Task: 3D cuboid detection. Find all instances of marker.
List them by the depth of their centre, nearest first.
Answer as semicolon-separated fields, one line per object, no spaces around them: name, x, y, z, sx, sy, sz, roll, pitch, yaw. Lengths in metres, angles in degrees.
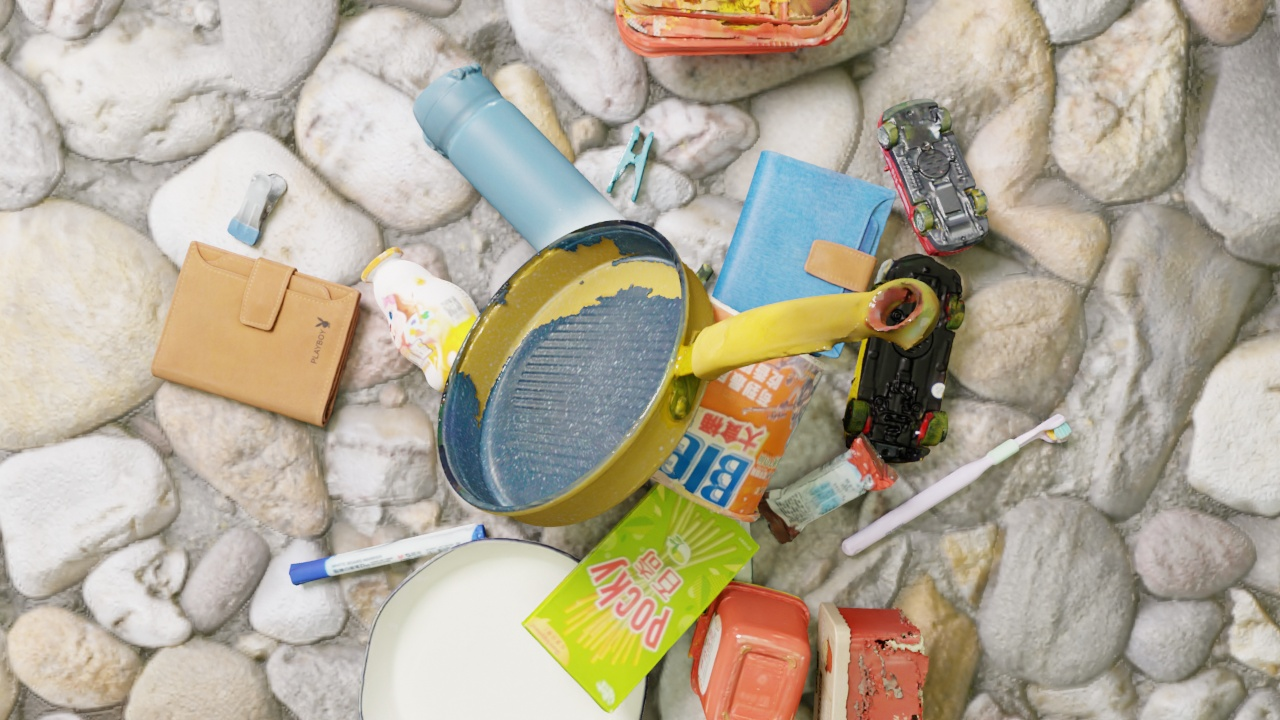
marker;-0.186;0.143;0.680;0.146;0.017;0.017;-13;90;0

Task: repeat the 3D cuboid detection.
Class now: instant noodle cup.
instant noodle cup;0.042;0.019;0.609;0.151;0.151;0.111;31;95;0
instant noodle cup;0.062;-0.302;0.653;0.164;0.079;0.188;-1;88;0

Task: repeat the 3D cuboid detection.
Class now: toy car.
toy car;0.210;-0.132;0.669;0.053;0.045;0.120;-15;77;-3
toy car;0.192;0.000;0.669;0.071;0.041;0.156;9;95;0

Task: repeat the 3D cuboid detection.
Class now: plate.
plate;-0.097;0.229;0.666;0.205;0.045;0.205;0;90;-1

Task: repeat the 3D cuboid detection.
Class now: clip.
clip;-0.285;-0.114;0.683;0.024;0.028;0.057;30;99;2
clip;-0.006;-0.147;0.684;0.041;0.014;0.056;18;89;-1

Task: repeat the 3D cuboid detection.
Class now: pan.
pan;0.004;-0.002;0.494;0.078;0.358;0.197;36;64;-40

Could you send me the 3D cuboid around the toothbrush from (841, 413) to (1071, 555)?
toothbrush;0.233;0.095;0.682;0.189;0.029;0.021;-30;50;1

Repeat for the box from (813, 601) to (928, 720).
box;0.165;0.263;0.644;0.078;0.091;0.168;2;90;3

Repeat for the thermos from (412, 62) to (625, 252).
thermos;-0.071;-0.118;0.660;0.070;0.070;0.220;-45;89;-1

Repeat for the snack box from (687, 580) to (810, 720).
snack box;0.077;0.212;0.644;0.082;0.080;0.091;14;98;0

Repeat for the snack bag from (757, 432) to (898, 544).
snack bag;0.132;0.095;0.665;0.105;0.026;0.045;-34;97;23

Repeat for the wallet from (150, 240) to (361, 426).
wallet;-0.280;-0.020;0.675;0.132;0.031;0.108;18;91;-1

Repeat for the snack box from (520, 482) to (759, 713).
snack box;0.002;0.156;0.639;0.156;0.026;0.086;-43;91;-18

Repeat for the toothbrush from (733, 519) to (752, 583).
toothbrush;0.071;0.078;0.684;0.016;0.018;0.191;-3;92;-1

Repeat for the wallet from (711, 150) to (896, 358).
wallet;0.118;-0.077;0.674;0.106;0.040;0.133;20;91;4

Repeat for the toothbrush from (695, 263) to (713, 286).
toothbrush;-0.004;0.004;0.684;0.017;0.012;0.186;35;90;11

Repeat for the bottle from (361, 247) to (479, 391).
bottle;-0.151;-0.030;0.658;0.063;0.063;0.108;-42;90;-1
